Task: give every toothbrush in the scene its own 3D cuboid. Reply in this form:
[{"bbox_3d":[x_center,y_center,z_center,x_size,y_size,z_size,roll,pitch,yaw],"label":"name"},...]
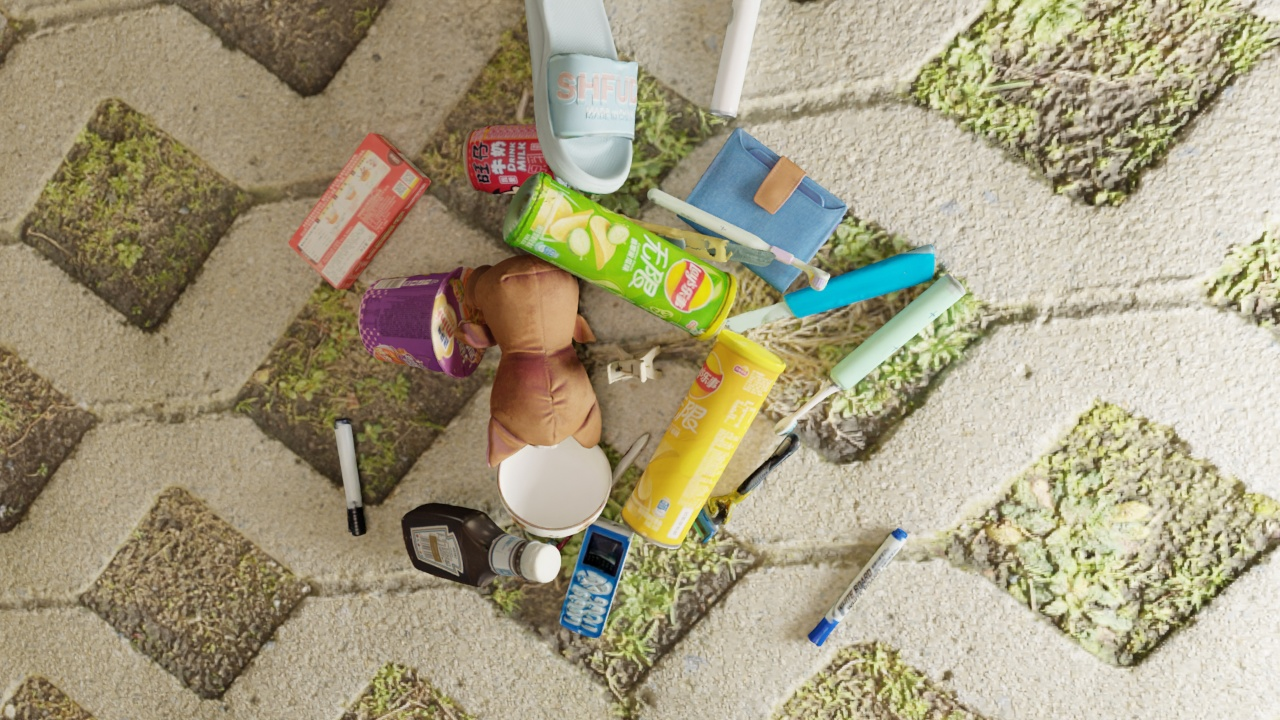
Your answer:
[{"bbox_3d":[0.214,-0.001,0.876,0.225,0.027,0.026,-42,55,13],"label":"toothbrush"},{"bbox_3d":[-0.050,0.144,0.953,0.017,0.016,0.188,41,104,14],"label":"toothbrush"},{"bbox_3d":[0.089,-0.116,0.860,0.189,0.029,0.020,29,72,10],"label":"toothbrush"},{"bbox_3d":[0.100,-0.339,0.854,0.026,0.027,0.221,7,101,-24],"label":"toothbrush"}]

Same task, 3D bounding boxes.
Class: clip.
[{"bbox_3d":[0.007,0.005,0.883,0.081,0.104,0.034,-3,95,-3],"label":"clip"}]

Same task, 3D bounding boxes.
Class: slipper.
[{"bbox_3d":[-0.047,-0.274,0.849,0.074,0.103,0.245,-11,88,43],"label":"slipper"}]

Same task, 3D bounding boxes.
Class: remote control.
[{"bbox_3d":[-0.046,0.226,0.958,0.049,0.024,0.125,19,102,8],"label":"remote control"}]

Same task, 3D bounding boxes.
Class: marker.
[{"bbox_3d":[0.216,0.225,0.910,0.017,0.017,0.146,36,102,5],"label":"marker"},{"bbox_3d":[-0.318,0.128,1.003,0.023,0.018,0.131,-5,97,21],"label":"marker"}]

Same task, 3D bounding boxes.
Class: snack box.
[{"bbox_3d":[-0.293,-0.154,0.957,0.075,0.025,0.153,42,103,4],"label":"snack box"}]

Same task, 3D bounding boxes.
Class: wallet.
[{"bbox_3d":[0.115,-0.143,0.873,0.133,0.040,0.106,38,107,4],"label":"wallet"}]

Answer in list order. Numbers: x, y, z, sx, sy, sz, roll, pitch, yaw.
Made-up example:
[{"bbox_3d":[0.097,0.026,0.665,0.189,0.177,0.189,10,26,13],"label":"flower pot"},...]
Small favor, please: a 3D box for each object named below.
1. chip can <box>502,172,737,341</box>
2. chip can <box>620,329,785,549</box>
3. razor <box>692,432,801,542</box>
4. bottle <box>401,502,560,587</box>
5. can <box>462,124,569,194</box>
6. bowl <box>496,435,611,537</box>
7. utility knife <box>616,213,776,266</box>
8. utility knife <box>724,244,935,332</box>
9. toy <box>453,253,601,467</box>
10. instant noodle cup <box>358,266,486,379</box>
[{"bbox_3d":[-0.018,-0.094,0.843,0.221,0.072,0.073,25,102,-19],"label":"chip can"},{"bbox_3d":[0.060,0.078,0.894,0.072,0.072,0.213,29,102,6],"label":"chip can"},{"bbox_3d":[0.107,0.123,0.916,0.143,0.022,0.042,-44,51,12],"label":"razor"},{"bbox_3d":[-0.162,0.190,0.923,0.195,0.043,0.080,1,109,39],"label":"bottle"},{"bbox_3d":[-0.119,-0.196,0.896,0.094,0.066,0.066,2,97,11],"label":"can"},{"bbox_3d":[-0.088,0.130,0.925,0.113,0.062,0.113,4,56,-6],"label":"bowl"},{"bbox_3d":[0.039,-0.116,0.878,0.195,0.020,0.031,12,137,22],"label":"utility knife"},{"bbox_3d":[0.180,-0.063,0.878,0.207,0.018,0.034,-17,107,13],"label":"utility knife"},{"bbox_3d":[-0.106,-0.002,0.894,0.140,0.131,0.199,-11,90,-16],"label":"toy"},{"bbox_3d":[-0.219,-0.039,0.921,0.099,0.111,0.111,2,98,20],"label":"instant noodle cup"}]
